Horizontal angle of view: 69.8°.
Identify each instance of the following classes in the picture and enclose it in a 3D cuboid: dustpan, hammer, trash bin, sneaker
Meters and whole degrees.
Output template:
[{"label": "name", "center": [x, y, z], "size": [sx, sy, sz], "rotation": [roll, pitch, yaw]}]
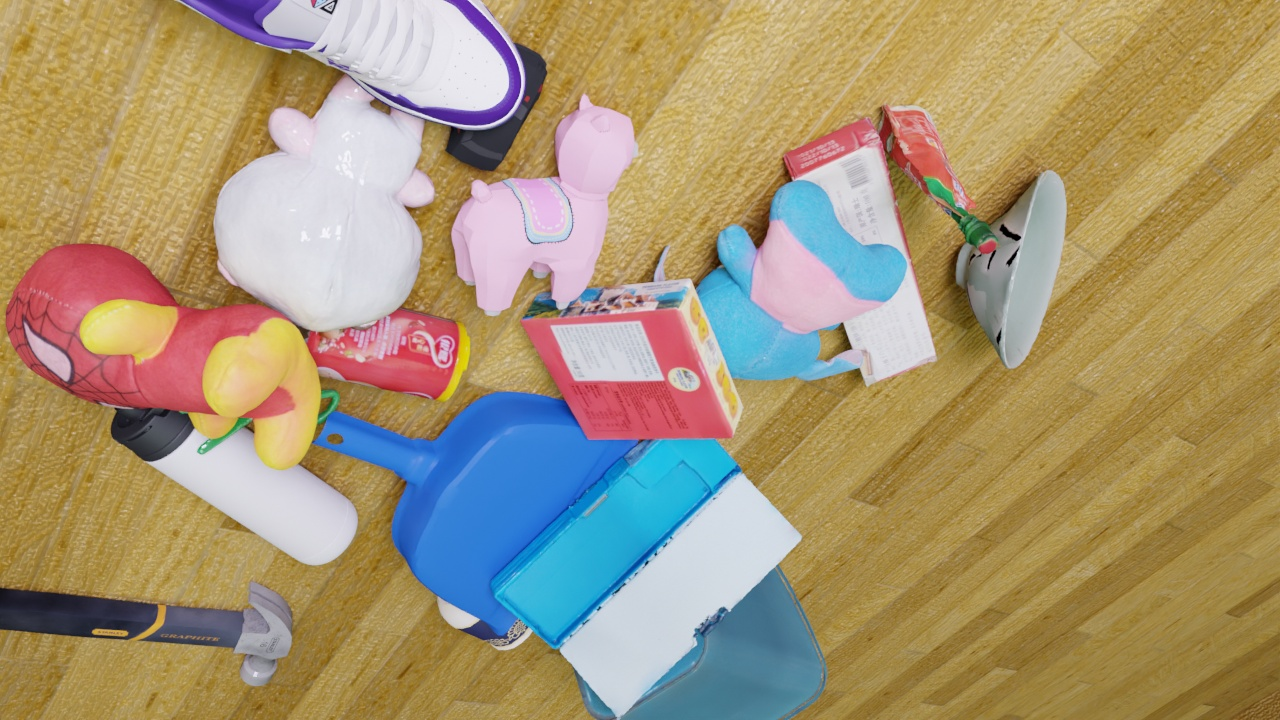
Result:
[{"label": "dustpan", "center": [-0.165, 0.111, 0.812], "size": [0.257, 0.059, 0.246], "rotation": [28, 100, -40]}, {"label": "hammer", "center": [-0.499, 0.257, 0.891], "size": [0.312, 0.035, 0.140], "rotation": [15, 124, -30]}, {"label": "trash bin", "center": [0.046, 0.295, 0.975], "size": [0.199, 0.196, 0.218], "rotation": [-38, 142, 16]}, {"label": "sneaker", "center": [-0.163, -0.198, 0.506], "size": [0.244, 0.111, 0.092], "rotation": [19, 103, -29]}]

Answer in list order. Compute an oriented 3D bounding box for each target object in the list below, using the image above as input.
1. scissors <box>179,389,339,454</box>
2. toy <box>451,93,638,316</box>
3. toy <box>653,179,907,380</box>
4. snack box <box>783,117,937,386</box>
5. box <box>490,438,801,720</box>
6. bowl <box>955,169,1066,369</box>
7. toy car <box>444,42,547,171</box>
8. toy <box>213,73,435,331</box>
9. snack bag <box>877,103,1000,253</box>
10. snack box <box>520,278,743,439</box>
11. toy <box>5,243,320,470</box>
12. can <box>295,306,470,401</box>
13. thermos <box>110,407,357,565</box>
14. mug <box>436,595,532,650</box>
[{"label": "scissors", "center": [-0.295, 0.022, 0.714], "size": [0.131, 0.012, 0.108], "rotation": [-7, 114, -44]}, {"label": "toy", "center": [-0.068, -0.111, 0.659], "size": [0.123, 0.067, 0.158], "rotation": [-7, 133, -34]}, {"label": "toy", "center": [0.124, -0.046, 0.754], "size": [0.224, 0.098, 0.192], "rotation": [25, 137, -23]}, {"label": "snack box", "center": [0.198, -0.084, 0.803], "size": [0.077, 0.044, 0.273], "rotation": [-23, 135, 11]}, {"label": "box", "center": [0.006, 0.183, 0.857], "size": [0.243, 0.060, 0.175], "rotation": [-43, 94, -3]}, {"label": "bowl", "center": [0.322, -0.084, 0.821], "size": [0.173, 0.068, 0.174], "rotation": [-24, 121, -49]}, {"label": "toy car", "center": [-0.096, -0.169, 0.623], "size": [0.042, 0.036, 0.092], "rotation": [18, 124, -32]}, {"label": "toy", "center": [-0.201, -0.105, 0.613], "size": [0.138, 0.101, 0.180], "rotation": [20, 99, -34]}, {"label": "snack bag", "center": [0.226, -0.133, 0.685], "size": [0.087, 0.155, 0.044], "rotation": [26, 123, -37]}, {"label": "snack box", "center": [-0.004, 0.004, 0.754], "size": [0.145, 0.040, 0.143], "rotation": [-3, 131, 29]}, {"label": "toy", "center": [-0.320, -0.007, 0.615], "size": [0.216, 0.098, 0.148], "rotation": [18, 144, 12]}, {"label": "can", "center": [-0.202, -0.012, 0.714], "size": [0.124, 0.066, 0.067], "rotation": [15, 126, -30]}, {"label": "thermos", "center": [-0.323, 0.084, 0.769], "size": [0.101, 0.068, 0.230], "rotation": [-38, 133, -1]}, {"label": "mug", "center": [-0.156, 0.236, 0.963], "size": [0.089, 0.086, 0.111], "rotation": [39, 76, -38]}]
